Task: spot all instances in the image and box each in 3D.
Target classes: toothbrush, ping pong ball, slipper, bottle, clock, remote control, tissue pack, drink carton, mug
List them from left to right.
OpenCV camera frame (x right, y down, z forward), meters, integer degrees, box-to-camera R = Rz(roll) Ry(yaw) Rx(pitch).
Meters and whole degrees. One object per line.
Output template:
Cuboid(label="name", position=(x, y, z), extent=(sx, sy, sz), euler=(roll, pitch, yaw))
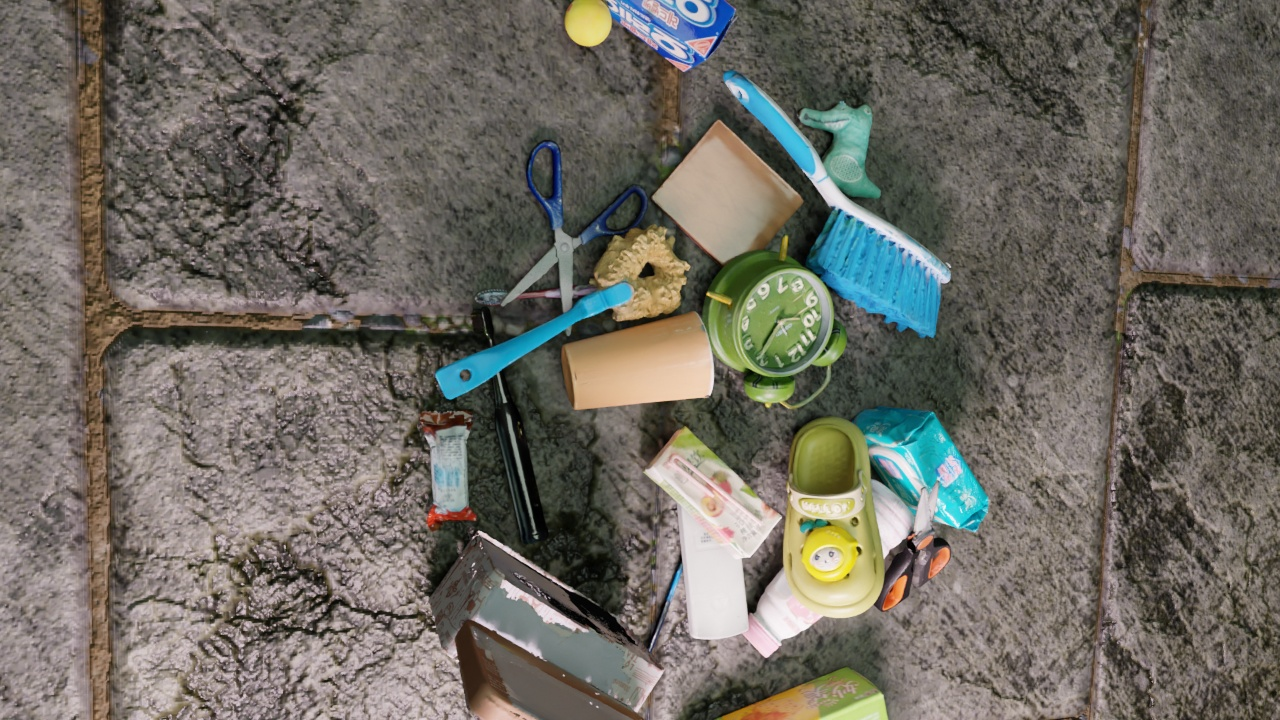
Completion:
Cuboid(label="toothbrush", position=(-0.116, 0.057, 0.804), extent=(0.026, 0.027, 0.212), euler=(-26, 105, -59))
Cuboid(label="toothbrush", position=(-0.053, -0.062, 0.816), extent=(0.187, 0.017, 0.016), euler=(-5, 96, -16))
Cuboid(label="ping pong ball", position=(-0.045, -0.290, 0.785), extent=(0.040, 0.040, 0.040), euler=(-2, 95, -17))
Cuboid(label="mug", position=(-0.005, 0.005, 0.811), extent=(0.122, 0.078, 0.078), euler=(-10, 98, -11))
Cuboid(label="toothbrush", position=(0.009, 0.270, 0.869), extent=(0.016, 0.014, 0.189), euler=(20, 88, 6))
Cuboid(label="drink carton", position=(0.065, 0.121, 0.836), extent=(0.122, 0.046, 0.053), euler=(43, 71, 0))
Cuboid(label="remote control", position=(0.068, 0.192, 0.863), extent=(0.056, 0.019, 0.135), euler=(-5, 85, -15))
Cuboid(label="clock", position=(0.128, -0.027, 0.848), extent=(0.116, 0.056, 0.161), euler=(-36, 116, -10))
Cuboid(label="bottle", position=(0.177, 0.203, 0.889), extent=(0.197, 0.068, 0.068), euler=(-43, 106, -5))
Cuboid(label="slipper", position=(0.168, 0.135, 0.839), extent=(0.081, 0.092, 0.190), euler=(43, 44, -55))
Cuboid(label="tissue pack", position=(0.271, 0.105, 0.894), extent=(0.050, 0.093, 0.133), euler=(-40, 105, -15))

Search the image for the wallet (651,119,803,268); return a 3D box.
Cuboid(label="wallet", position=(0.081, -0.148, 0.850), extent=(0.115, 0.020, 0.101), euler=(42, 83, -13))

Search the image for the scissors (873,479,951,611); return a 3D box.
Cuboid(label="scissors", position=(0.272, 0.163, 0.868), extent=(0.148, 0.021, 0.235), euler=(-17, 139, -30))

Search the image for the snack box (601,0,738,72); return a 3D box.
Cuboid(label="snack box", position=(-0.018, -0.332, 0.780), extent=(0.207, 0.058, 0.057), euler=(32, 85, -17))

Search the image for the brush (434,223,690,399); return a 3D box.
Cuboid(label="brush", position=(-0.057, -0.038, 0.763), extent=(0.254, 0.046, 0.083), euler=(-32, 107, -29))

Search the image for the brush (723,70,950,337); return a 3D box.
Cuboid(label="brush", position=(0.177, -0.135, 0.847), extent=(0.314, 0.060, 0.109), euler=(28, 86, -24))

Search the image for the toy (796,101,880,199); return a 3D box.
Cuboid(label="toy", position=(0.191, -0.205, 0.875), extent=(0.096, 0.030, 0.092), euler=(12, 87, -11))

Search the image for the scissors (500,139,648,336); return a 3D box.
Cuboid(label="scissors", position=(-0.062, -0.113, 0.803), extent=(0.162, 0.012, 0.174), euler=(-23, 95, -21))

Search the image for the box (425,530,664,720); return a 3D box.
Cuboid(label="box", position=(-0.065, 0.241, 0.714), extent=(0.177, 0.260, 0.082), euler=(36, 85, -17))

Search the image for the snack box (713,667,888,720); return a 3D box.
Cuboid(label="snack box", position=(0.146, 0.415, 0.895), extent=(0.209, 0.070, 0.158), euler=(-15, 99, -15))

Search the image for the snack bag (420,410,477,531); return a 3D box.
Cuboid(label="snack bag", position=(-0.165, 0.095, 0.791), extent=(0.045, 0.026, 0.105), euler=(-2, 95, -8))
